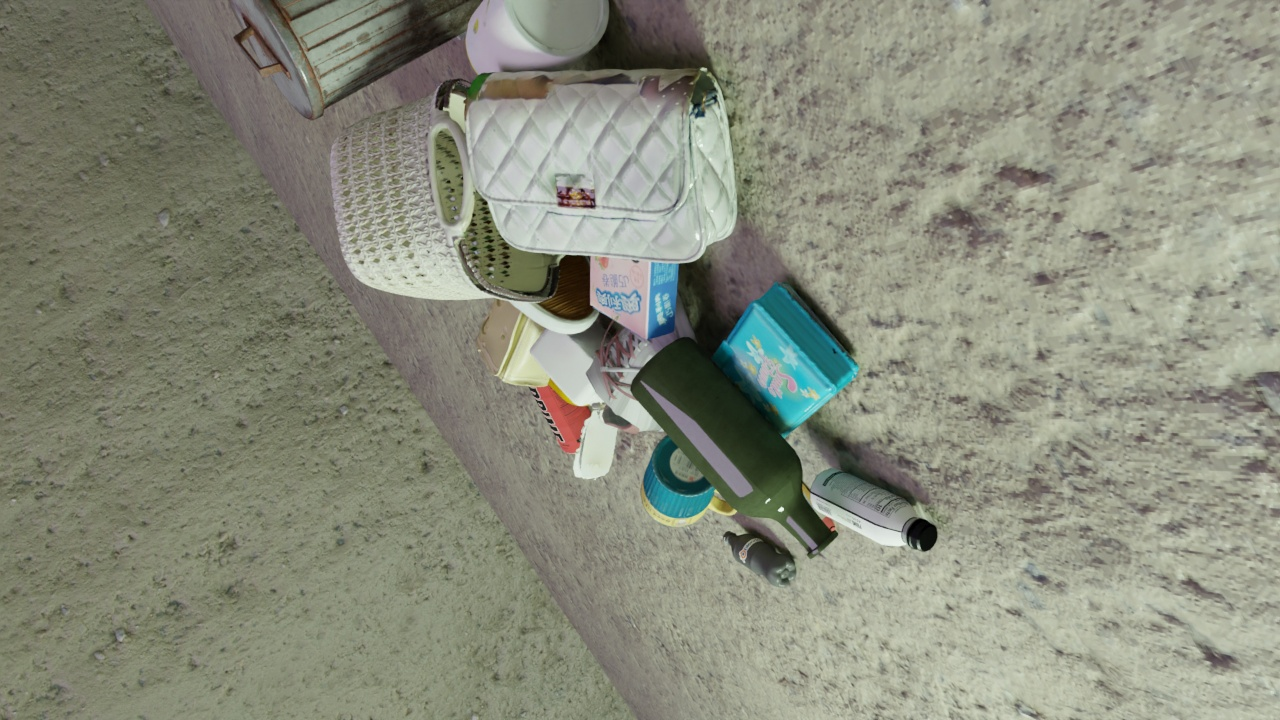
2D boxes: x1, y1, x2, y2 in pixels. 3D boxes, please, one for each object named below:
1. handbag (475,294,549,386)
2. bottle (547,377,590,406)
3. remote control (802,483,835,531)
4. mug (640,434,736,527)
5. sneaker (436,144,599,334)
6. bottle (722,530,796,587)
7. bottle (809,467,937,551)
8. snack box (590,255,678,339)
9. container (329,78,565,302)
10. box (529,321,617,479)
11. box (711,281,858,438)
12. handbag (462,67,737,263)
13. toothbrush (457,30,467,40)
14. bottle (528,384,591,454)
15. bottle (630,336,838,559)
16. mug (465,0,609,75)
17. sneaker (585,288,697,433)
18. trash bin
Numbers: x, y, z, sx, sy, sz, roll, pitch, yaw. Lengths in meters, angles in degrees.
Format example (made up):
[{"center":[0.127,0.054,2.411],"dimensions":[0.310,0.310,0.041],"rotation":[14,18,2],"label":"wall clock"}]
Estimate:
[{"center":[-0.141,-0.042,1.099],"dimensions":[0.111,0.081,0.119],"rotation":[48,122,42],"label":"handbag"},{"center":[-0.093,0.003,1.156],"dimensions":[0.164,0.071,0.071],"rotation":[41,157,38],"label":"bottle"},{"center":[0.143,0.123,0.892],"dimensions":[0.125,0.018,0.038],"rotation":[51,160,8],"label":"remote control"},{"center":[0.060,0.138,1.036],"dimensions":[0.113,0.083,0.107],"rotation":[22,151,5],"label":"mug"},{"center":[-0.149,-0.123,1.034],"dimensions":[0.294,0.120,0.127],"rotation":[49,148,23],"label":"sneaker"},{"center":[0.132,0.222,1.049],"dimensions":[0.110,0.036,0.036],"rotation":[24,144,55],"label":"bottle"},{"center":[0.191,0.124,0.749],"dimensions":[0.116,0.041,0.041],"rotation":[23,143,56],"label":"bottle"},{"center":[-0.005,-0.103,0.763],"dimensions":[0.088,0.033,0.154],"rotation":[34,130,45],"label":"snack box"},{"center":[-0.165,-0.137,0.832],"dimensions":[0.251,0.143,0.184],"rotation":[-3,-96,-76],"label":"container"},{"center":[-0.049,0.038,1.023],"dimensions":[0.111,0.101,0.189],"rotation":[3,-118,-63],"label":"box"},{"center":[0.107,0.016,0.775],"dimensions":[0.094,0.039,0.227],"rotation":[50,161,10],"label":"box"},{"center":[-0.031,-0.141,0.666],"dimensions":[0.195,0.072,0.139],"rotation":[8,124,29],"label":"handbag"},{"center":[-0.125,-0.259,0.881],"dimensions":[0.187,0.017,0.012],"rotation":[52,177,7],"label":"toothbrush"},{"center":[-0.118,0.048,1.301],"dimensions":[0.062,0.062,0.177],"rotation":[24,144,55],"label":"bottle"},{"center":[0.082,0.076,0.764],"dimensions":[0.207,0.071,0.072],"rotation":[48,160,12],"label":"bottle"},{"center":[-0.080,-0.252,0.693],"dimensions":[0.082,0.082,0.106],"rotation":[59,160,-13],"label":"mug"},{"center":[-0.005,0.005,0.889],"dimensions":[0.237,0.089,0.099],"rotation":[94,159,-56],"label":"sneaker"},{"center":[-0.237,-0.303,0.777],"dimensions":[0.131,0.210,0.131],"rotation":[46,159,23],"label":"trash bin"}]
